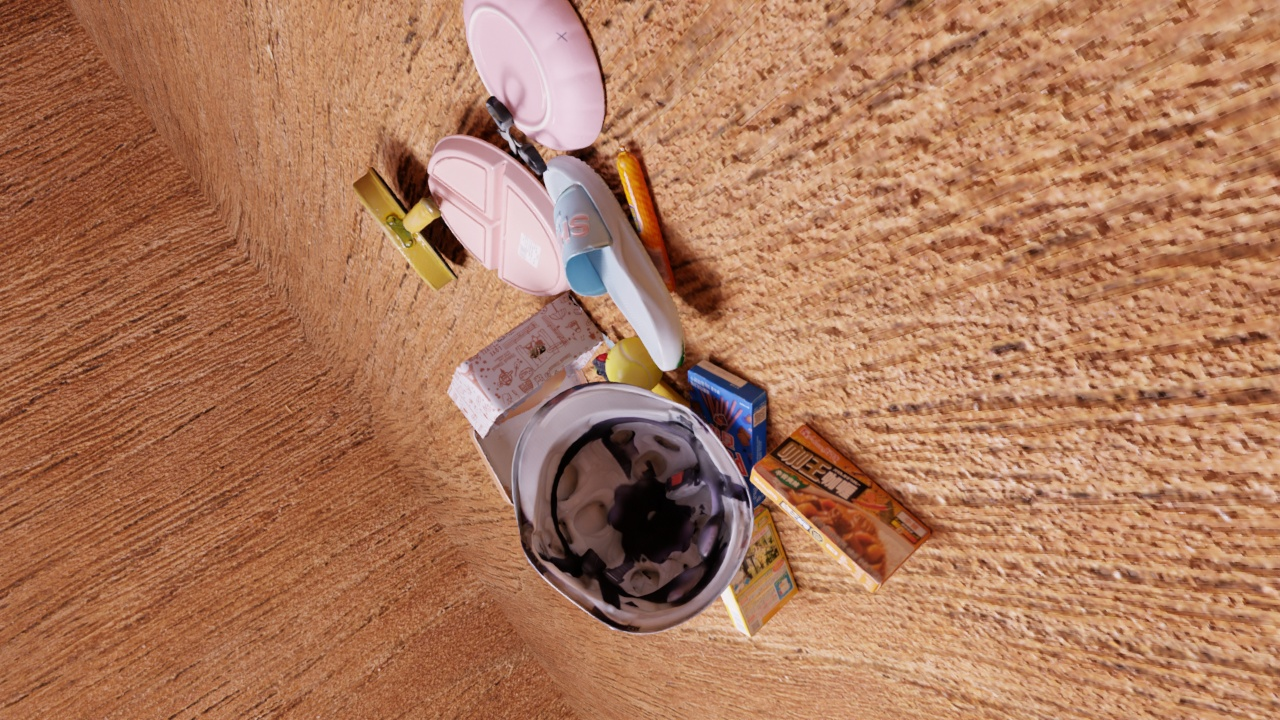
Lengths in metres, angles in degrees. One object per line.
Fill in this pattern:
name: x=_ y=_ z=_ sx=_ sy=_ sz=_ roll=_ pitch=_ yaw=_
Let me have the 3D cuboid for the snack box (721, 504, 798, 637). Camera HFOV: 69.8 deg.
snack box: x=0.129 y=0.244 z=1.069 sx=0.034 sy=0.086 sz=0.140 roll=21 pitch=141 yaw=50

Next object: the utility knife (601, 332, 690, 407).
utility knife: x=0.034 y=0.038 z=1.052 sx=0.223 sy=0.015 sz=0.033 roll=41 pitch=153 yaw=20

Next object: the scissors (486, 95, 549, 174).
scissors: x=-0.132 y=-0.229 z=0.933 sx=0.164 sy=0.014 sz=0.164 roll=51 pitch=177 yaw=32

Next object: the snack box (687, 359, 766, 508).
snack box: x=0.093 y=0.080 z=0.968 sx=0.084 sy=0.026 sz=0.157 roll=29 pitch=141 yaw=36

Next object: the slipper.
slipper: x=-0.036 y=-0.090 z=0.903 sx=0.245 sy=0.074 sz=0.104 roll=59 pitch=167 yaw=17

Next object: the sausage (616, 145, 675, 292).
sausage: x=0.006 y=-0.129 z=0.875 sx=0.021 sy=0.021 sz=0.165 roll=25 pitch=143 yaw=47

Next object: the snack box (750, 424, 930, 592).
snack box: x=0.181 y=0.133 z=0.843 sx=0.154 sy=0.075 sz=0.026 roll=42 pitch=155 yaw=24

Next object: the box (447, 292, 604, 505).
box: x=-0.138 y=0.048 z=1.178 sx=0.136 sy=0.179 sz=0.270 roll=37 pitch=150 yaw=32

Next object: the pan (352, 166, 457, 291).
pan: x=-0.307 y=-0.186 z=1.245 sx=0.198 sy=0.078 sz=0.357 roll=53 pitch=175 yaw=-14

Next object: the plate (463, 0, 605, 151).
plate: x=-0.110 y=-0.279 z=0.862 sx=0.192 sy=0.039 sz=0.193 roll=41 pitch=153 yaw=26

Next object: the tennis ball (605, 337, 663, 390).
tennis ball: x=-0.006 y=0.006 z=1.023 sx=0.065 sy=0.065 sz=0.066 roll=41 pitch=153 yaw=26

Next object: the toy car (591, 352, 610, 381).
toy car: x=-0.016 y=0.033 z=1.116 sx=0.106 sy=0.031 sz=0.049 roll=52 pitch=165 yaw=-27

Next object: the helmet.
helmet: x=-0.006 y=0.154 z=0.965 sx=0.258 sy=0.229 sz=0.146 roll=42 pitch=172 yaw=18

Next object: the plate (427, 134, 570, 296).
plate: x=-0.166 y=-0.162 z=1.082 sx=0.229 sy=0.028 sz=0.230 roll=31 pitch=152 yaw=19

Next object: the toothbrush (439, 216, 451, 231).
toothbrush: x=-0.216 y=-0.150 z=1.254 sx=0.189 sy=0.016 sz=0.014 roll=39 pitch=152 yaw=25
